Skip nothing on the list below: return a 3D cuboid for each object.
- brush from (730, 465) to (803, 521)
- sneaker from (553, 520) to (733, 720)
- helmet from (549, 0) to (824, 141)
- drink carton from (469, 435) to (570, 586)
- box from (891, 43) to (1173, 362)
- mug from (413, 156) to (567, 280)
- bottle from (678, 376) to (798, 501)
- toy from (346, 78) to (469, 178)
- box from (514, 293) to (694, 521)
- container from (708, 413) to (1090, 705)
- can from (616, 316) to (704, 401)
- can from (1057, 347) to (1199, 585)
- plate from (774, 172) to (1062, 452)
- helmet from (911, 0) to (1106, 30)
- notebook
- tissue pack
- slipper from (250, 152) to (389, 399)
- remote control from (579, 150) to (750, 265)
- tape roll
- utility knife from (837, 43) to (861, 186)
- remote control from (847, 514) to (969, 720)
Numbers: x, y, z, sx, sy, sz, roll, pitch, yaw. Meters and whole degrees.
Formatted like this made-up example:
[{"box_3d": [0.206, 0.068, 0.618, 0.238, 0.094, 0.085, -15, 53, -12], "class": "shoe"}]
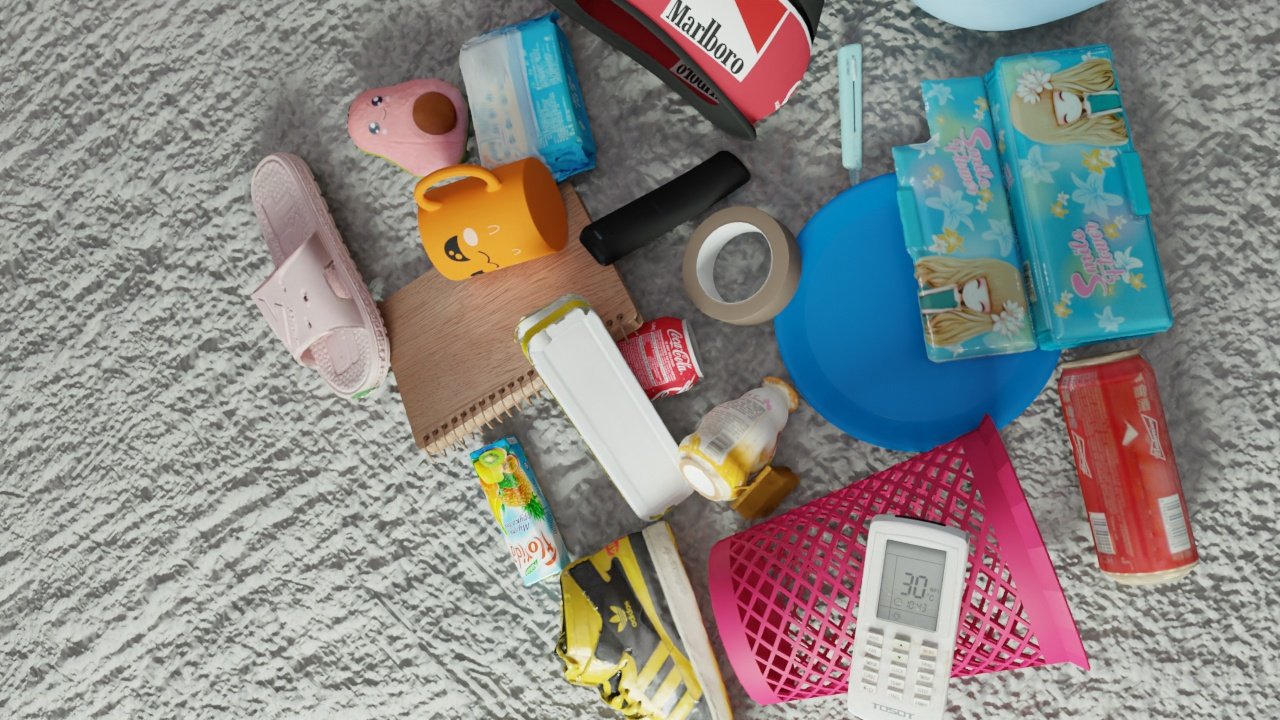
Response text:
[{"box_3d": [0.093, 0.102, 0.706, 0.017, 0.126, 0.048, 45, 99, 20], "class": "brush"}, {"box_3d": [0.002, 0.260, 0.737, 0.122, 0.086, 0.238, -17, 82, -3], "class": "sneaker"}, {"box_3d": [0.044, -0.335, 0.690, 0.271, 0.197, 0.225, 36, 96, 1], "class": "helmet"}, {"box_3d": [-0.103, 0.130, 0.789, 0.044, 0.038, 0.129, -25, 85, 9], "class": "drink carton"}, {"box_3d": [0.287, -0.119, 0.697, 0.182, 0.039, 0.226, -8, 82, -1], "class": "box"}, {"box_3d": [-0.126, -0.121, 0.732, 0.096, 0.112, 0.077, -13, 61, 19], "class": "mug"}, {"box_3d": [0.081, 0.060, 0.733, 0.063, 0.063, 0.108, 43, 66, 8], "class": "bottle"}, {"box_3d": [-0.204, -0.204, 0.806, 0.110, 0.051, 0.090, 5, 89, 11], "class": "toy"}, {"box_3d": [-0.023, 0.039, 0.722, 0.065, 0.044, 0.210, -34, 121, -5], "class": "box"}, {"box_3d": [0.178, 0.163, 0.678, 0.226, 0.183, 0.183, -21, 85, 17], "class": "container"}, {"box_3d": [-0.005, 0.004, 0.759, 0.105, 0.064, 0.064, -17, 86, 10], "class": "can"}, {"box_3d": [0.364, 0.079, 0.689, 0.067, 0.067, 0.170, -13, 87, 10], "class": "can"}, {"box_3d": [0.221, -0.039, 0.738, 0.224, 0.024, 0.224, 0, 89, 10], "class": "plate"}, {"box_3d": [0.233, -0.355, 0.645, 0.167, 0.224, 0.265, -21, 101, 34], "class": "helmet"}, {"box_3d": [-0.115, -0.033, 0.768, 0.210, 0.022, 0.169, -32, 58, 9], "class": "notebook"}, {"box_3d": [-0.095, -0.214, 0.781, 0.093, 0.061, 0.144, -14, 85, 12], "class": "tissue pack"}, {"box_3d": [-0.299, -0.072, 0.801, 0.094, 0.064, 0.239, -32, 78, 36], "class": "slipper"}, {"box_3d": [0.021, -0.128, 0.752, 0.151, 0.020, 0.041, -32, 61, -14], "class": "remote control"}, {"box_3d": [0.082, -0.076, 0.746, 0.094, 0.030, 0.093, -4, 82, 30], "class": "tape roll"}, {"box_3d": [0.173, -0.200, 0.755, 0.022, 0.015, 0.120, -2, 90, -21], "class": "utility knife"}, {"box_3d": [0.169, 0.167, 0.582, 0.060, 0.025, 0.138, 9, 98, 24], "class": "remote control"}]
